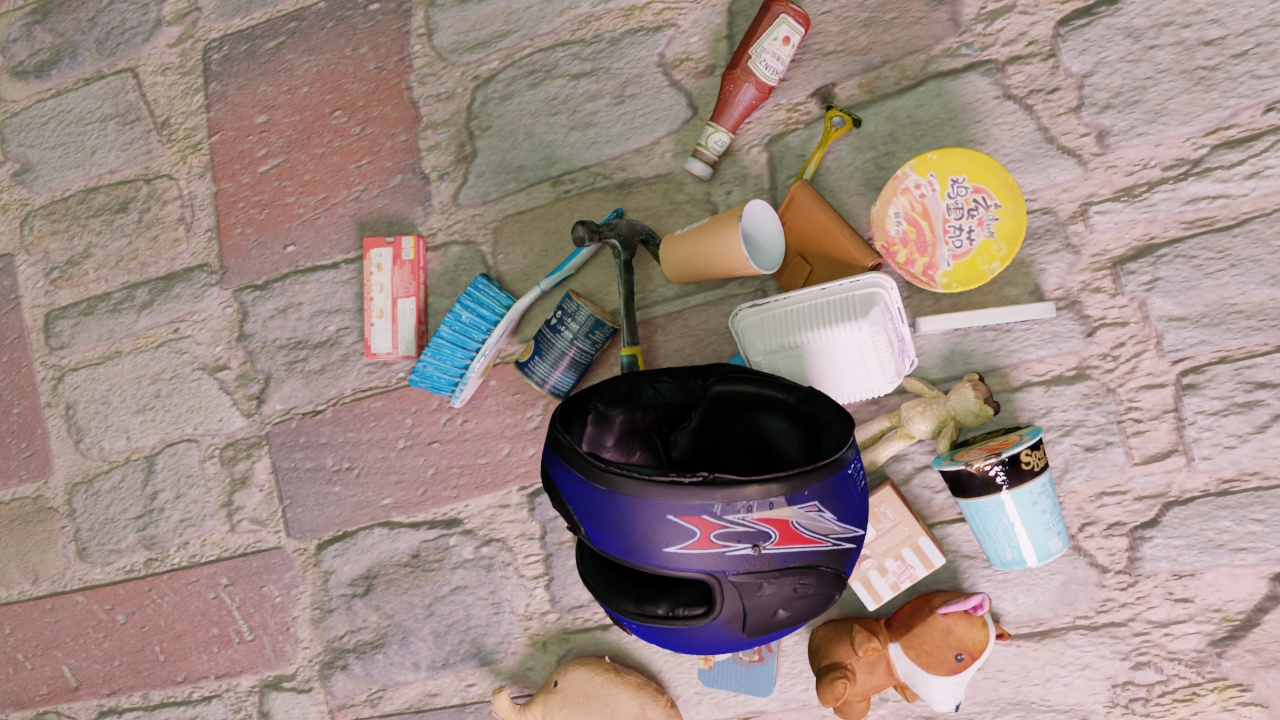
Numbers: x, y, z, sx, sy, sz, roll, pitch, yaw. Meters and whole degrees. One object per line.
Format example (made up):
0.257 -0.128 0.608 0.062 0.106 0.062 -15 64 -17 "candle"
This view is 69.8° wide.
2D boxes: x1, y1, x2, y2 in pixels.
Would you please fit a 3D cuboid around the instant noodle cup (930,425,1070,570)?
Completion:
0.364 0.140 0.911 0.111 0.111 0.120 -21 91 15 "instant noodle cup"

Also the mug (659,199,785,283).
0.083 -0.122 0.986 0.123 0.078 0.078 -8 87 43 "mug"

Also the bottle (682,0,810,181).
0.111 -0.294 1.003 0.060 0.059 0.206 32 98 14 "bottle"

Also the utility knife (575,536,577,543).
-0.049 0.162 1.068 0.033 0.015 0.164 15 95 24 "utility knife"

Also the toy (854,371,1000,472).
0.292 0.068 0.955 0.157 0.066 0.105 -28 40 18 "toy"

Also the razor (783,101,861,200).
0.189 -0.214 1.000 0.043 0.028 0.133 32 100 10 "razor"

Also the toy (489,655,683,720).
-0.057 0.402 1.038 0.226 0.082 0.143 22 87 17 "toy"

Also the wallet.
0.184 -0.109 0.965 0.131 0.031 0.108 54 135 29 "wallet"

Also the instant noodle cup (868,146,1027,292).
0.307 -0.134 0.921 0.138 0.109 0.138 0 90 15 "instant noodle cup"

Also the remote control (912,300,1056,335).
0.348 -0.042 0.937 0.135 0.056 0.019 -7 88 15 "remote control"

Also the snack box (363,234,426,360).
-0.305 -0.078 1.139 0.075 0.025 0.153 -1 89 17 "snack box"

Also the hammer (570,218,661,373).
-0.006 0.006 1.017 0.032 0.126 0.323 1 97 52 "hammer"

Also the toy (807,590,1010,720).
0.271 0.298 0.926 0.200 0.140 0.130 -28 55 10 "toy"

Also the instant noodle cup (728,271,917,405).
0.187 -0.007 0.939 0.174 0.060 0.138 -14 125 19 "instant noodle cup"

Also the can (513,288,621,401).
-0.083 -0.019 1.049 0.075 0.075 0.111 39 99 13 "can"

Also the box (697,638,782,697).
0.115 0.266 1.000 0.090 0.061 0.184 3 92 15 "box"

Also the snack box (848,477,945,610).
0.249 0.188 0.953 0.093 0.077 0.094 -38 79 12 "snack box"

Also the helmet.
0.054 0.150 0.847 0.247 0.314 0.241 46 133 52 "helmet"

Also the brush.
-0.149 -0.074 1.084 0.109 0.060 0.315 35 96 8 "brush"

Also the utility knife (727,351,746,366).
0.065 0.045 1.036 0.237 0.018 0.034 -38 68 15 "utility knife"
